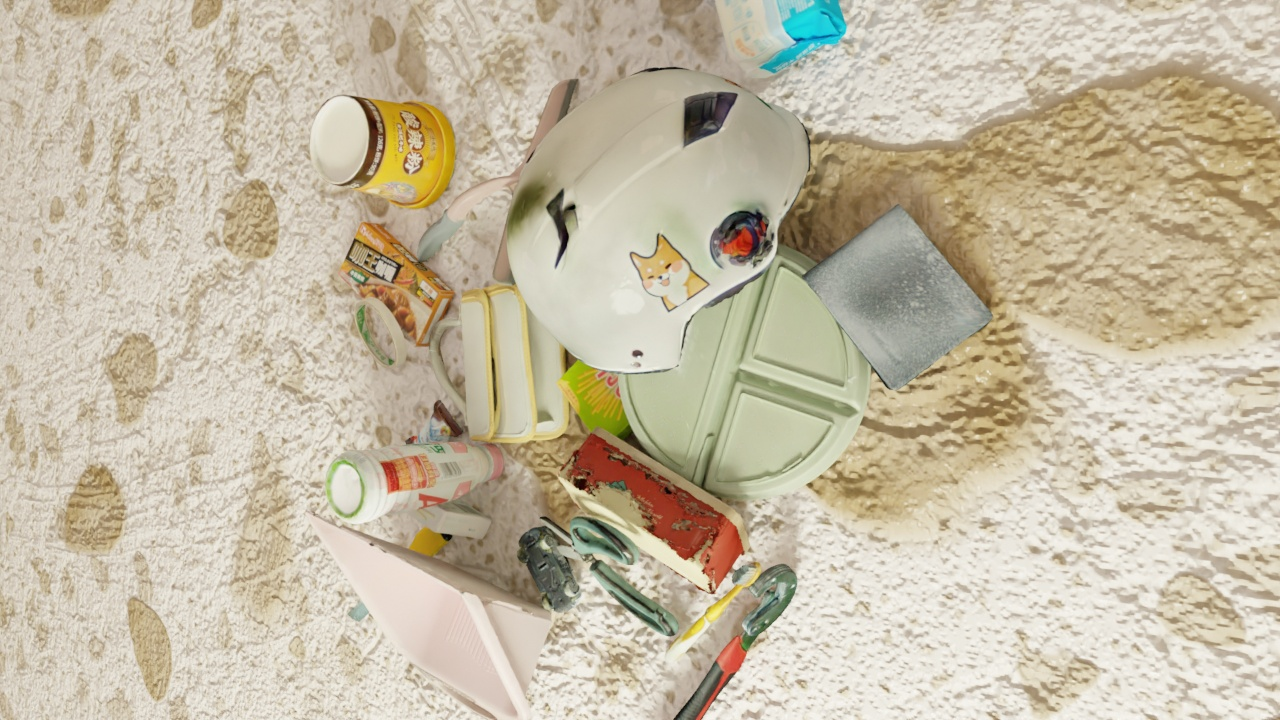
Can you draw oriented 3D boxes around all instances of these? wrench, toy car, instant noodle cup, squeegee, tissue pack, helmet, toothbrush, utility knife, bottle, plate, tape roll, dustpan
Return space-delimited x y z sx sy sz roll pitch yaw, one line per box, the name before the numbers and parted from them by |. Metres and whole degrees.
wrench | 0.068 0.287 0.831 0.016 0.056 0.274 50 122 42
toy car | -0.091 0.212 0.936 0.043 0.034 0.090 -37 74 26
instant noodle cup | -0.281 -0.229 0.991 0.119 0.114 0.118 1 92 33
squeegee | -0.178 -0.151 0.940 0.250 0.040 0.247 -21 49 47
tissue pack | 0.112 -0.312 0.763 0.090 0.063 0.140 -20 79 35
helmet | -0.009 -0.134 0.749 0.274 0.156 0.230 -50 40 12
toothbrush | 0.058 0.227 0.815 0.192 0.018 0.016 121 145 -43
utility knife | -0.282 0.246 1.070 0.209 0.015 0.033 -44 70 24
bottle | -0.216 0.113 0.915 0.068 0.196 0.068 2 93 32
plate | 0.082 0.009 0.796 0.230 0.027 0.230 0 91 21
tape roll | -0.297 -0.031 1.048 0.086 0.013 0.086 29 135 34
dustpan | -0.208 0.278 0.918 0.223 0.273 0.138 16 75 34

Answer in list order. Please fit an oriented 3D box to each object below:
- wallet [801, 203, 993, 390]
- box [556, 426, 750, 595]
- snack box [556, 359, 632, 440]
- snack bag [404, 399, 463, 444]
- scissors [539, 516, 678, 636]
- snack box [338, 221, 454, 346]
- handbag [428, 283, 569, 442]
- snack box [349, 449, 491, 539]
wallet | 0.202 -0.050 0.728 0.097 0.019 0.121 -38 75 12
box | 0.006 0.140 0.823 0.168 0.091 0.075 28 68 28
snack box | -0.005 0.005 0.874 0.157 0.026 0.085 -45 71 26
snack bag | -0.229 0.084 1.013 0.048 0.026 0.104 55 138 6
scissors | -0.022 0.201 0.857 0.181 0.019 0.171 49 152 -12
snack box | -0.280 -0.088 1.049 0.154 0.026 0.075 40 112 25
handbag | -0.163 0.006 0.961 0.179 0.063 0.163 -6 87 36
snack box | -0.244 0.146 1.000 0.157 0.084 0.027 24 87 29
